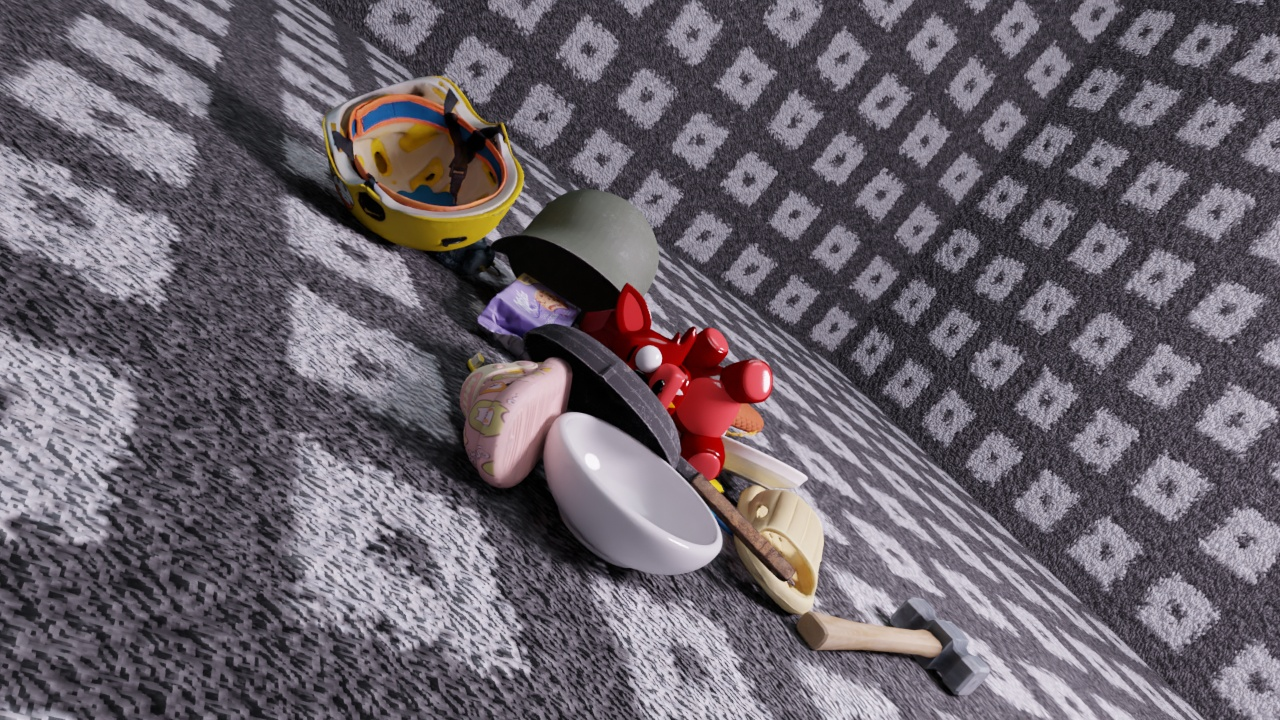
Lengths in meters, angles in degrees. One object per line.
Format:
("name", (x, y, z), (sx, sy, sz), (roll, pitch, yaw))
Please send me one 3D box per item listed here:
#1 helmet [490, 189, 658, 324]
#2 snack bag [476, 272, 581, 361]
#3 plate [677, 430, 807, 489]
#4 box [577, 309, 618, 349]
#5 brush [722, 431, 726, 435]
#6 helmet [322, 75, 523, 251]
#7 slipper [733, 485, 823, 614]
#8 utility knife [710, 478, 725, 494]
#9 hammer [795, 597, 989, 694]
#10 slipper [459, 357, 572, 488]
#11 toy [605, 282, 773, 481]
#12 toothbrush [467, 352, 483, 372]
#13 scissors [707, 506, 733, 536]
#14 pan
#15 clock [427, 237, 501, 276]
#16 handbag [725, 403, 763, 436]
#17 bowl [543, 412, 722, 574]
("helmet", (-0.069, -0.140, 1.242), (0.227, 0.153, 0.268), (38, -24, -13))
("snack bag", (-0.134, -0.047, 1.113), (0.096, 0.058, 0.205), (34, 15, -4))
("plate", (0.121, 0.126, 1.165), (0.182, 0.034, 0.182), (24, -6, 3))
("box", (-0.018, 0.023, 1.138), (0.157, 0.122, 0.136), (31, -5, -17))
("brush", (0.109, 0.097, 1.274), (0.041, 0.030, 0.172), (22, -7, 25))
("helmet", (-0.260, -0.211, 1.106), (0.240, 0.140, 0.208), (45, 54, 12))
("slipper", (0.163, 0.191, 1.019), (0.111, 0.079, 0.261), (50, 10, -5))
("utility knife", (0.053, 0.139, 1.063), (0.030, 0.017, 0.155), (40, 10, 34))
("hammer", (0.273, 0.307, 1.012), (0.322, 0.051, 0.117), (22, 20, -45))
("slipper", (-0.115, 0.044, 0.787), (0.081, 0.093, 0.197), (14, 12, 8))
("toy", (0.030, 0.028, 1.029), (0.197, 0.158, 0.120), (30, 9, -12))
("toothbrush", (-0.150, 0.027, 0.881), (0.021, 0.016, 0.135), (36, 11, -31))
("scissors", (0.070, 0.167, 1.019), (0.140, 0.015, 0.083), (30, 17, -46))
("pan", (0.023, 0.087, 0.902), (0.357, 0.040, 0.208), (41, -17, 7))
("clock", (-0.238, -0.150, 1.211), (0.129, 0.052, 0.090), (41, 11, -7))
("handbag", (0.110, 0.067, 1.386), (0.109, 0.060, 0.171), (39, 8, 30))
("bowl", (-0.018, 0.124, 0.782), (0.176, 0.066, 0.176), (36, 12, -9))
